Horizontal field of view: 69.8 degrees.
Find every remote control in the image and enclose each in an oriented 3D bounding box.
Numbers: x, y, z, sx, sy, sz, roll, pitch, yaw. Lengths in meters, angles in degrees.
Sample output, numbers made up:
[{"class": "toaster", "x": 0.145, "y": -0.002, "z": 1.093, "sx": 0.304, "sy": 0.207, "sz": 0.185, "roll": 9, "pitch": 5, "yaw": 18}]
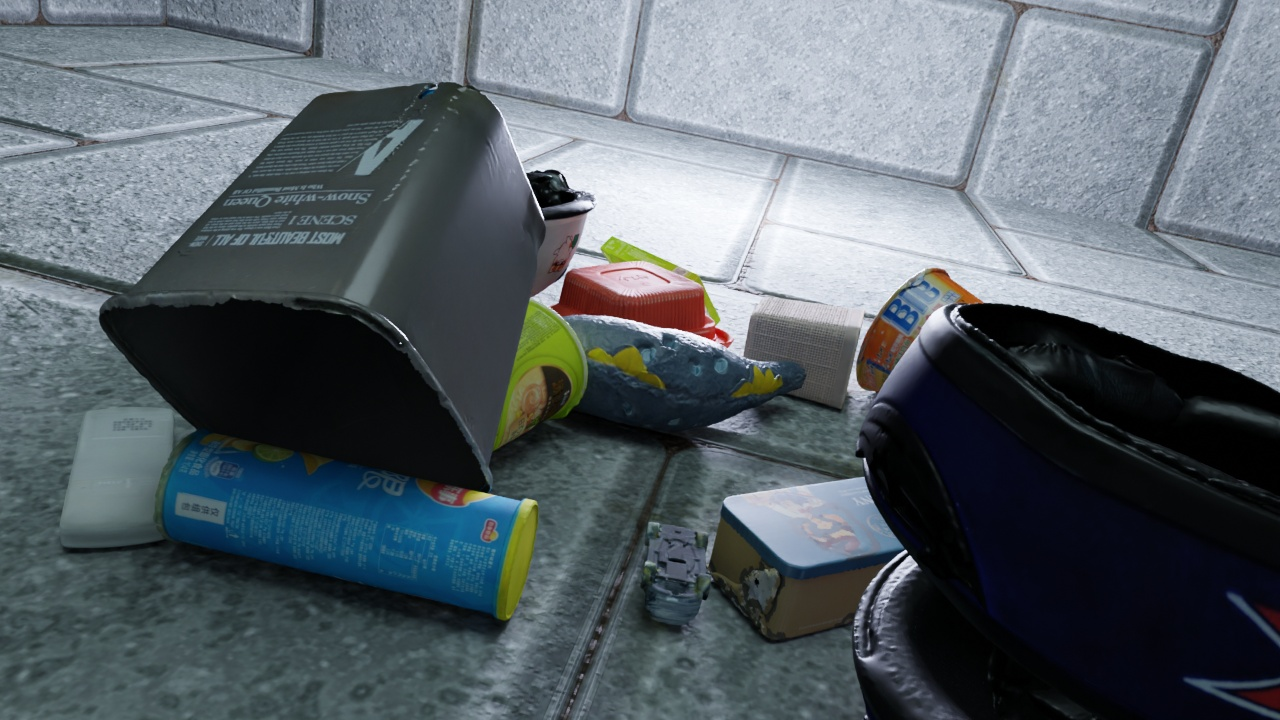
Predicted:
[{"class": "remote control", "x": -0.336, "y": 0.072, "z": 0.596, "sx": 0.058, "sy": 0.021, "sz": 0.150, "roll": 0, "pitch": 24, "yaw": -25}]

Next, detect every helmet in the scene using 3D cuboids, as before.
[{"class": "helmet", "x": -0.188, "y": -0.135, "z": 1.001, "sx": 0.274, "sy": 0.157, "sz": 0.229, "roll": 23, "pitch": 28, "yaw": 23}, {"class": "helmet", "x": 0.213, "y": 0.130, "z": 0.400, "sx": 0.315, "sy": 0.241, "sz": 0.247, "roll": 16, "pitch": 20, "yaw": -17}]

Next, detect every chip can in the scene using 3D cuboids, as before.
[{"class": "chip can", "x": -0.171, "y": 0.096, "z": 0.547, "sx": 0.210, "sy": 0.071, "sz": 0.071, "roll": 12, "pitch": 22, "yaw": 4}]

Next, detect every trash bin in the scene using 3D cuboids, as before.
[{"class": "trash bin", "x": -0.175, "y": -0.051, "z": 0.597, "sx": 0.199, "sy": 0.199, "sz": 0.219, "roll": 2, "pitch": 52, "yaw": 18}]

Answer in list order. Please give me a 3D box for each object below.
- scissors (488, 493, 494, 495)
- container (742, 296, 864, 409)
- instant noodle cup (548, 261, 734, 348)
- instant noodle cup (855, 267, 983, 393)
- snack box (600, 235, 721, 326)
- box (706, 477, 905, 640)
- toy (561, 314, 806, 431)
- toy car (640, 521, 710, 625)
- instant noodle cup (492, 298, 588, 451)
[{"class": "scissors", "x": -0.158, "y": 0.092, "z": 0.646, "sx": 0.073, "sy": 0.017, "sz": 0.137, "roll": -23, "pitch": 34, "yaw": -40}, {"class": "container", "x": 0.169, "y": -0.013, "z": 0.960, "sx": 0.111, "sy": 0.090, "sz": 0.090, "roll": 13, "pitch": 22, "yaw": 13}, {"class": "instant noodle cup", "x": -0.011, "y": -0.053, "z": 0.986, "sx": 0.188, "sy": 0.079, "sz": 0.165, "roll": -13, "pitch": 28, "yaw": -37}, {"class": "instant noodle cup", "x": 0.312, "y": -0.005, "z": 0.939, "sx": 0.151, "sy": 0.152, "sz": 0.111, "roll": -11, "pitch": 39, "yaw": -43}, {"class": "snack box", "x": 0.023, "y": -0.093, "z": 1.104, "sx": 0.026, "sy": 0.086, "sz": 0.156, "roll": -47, "pitch": 47, "yaw": -13}, {"class": "box", "x": 0.140, "y": 0.129, "z": 0.628, "sx": 0.184, "sy": 0.061, "sz": 0.090, "roll": -6, "pitch": 28, "yaw": -32}, {"class": "toy", "x": -0.005, "y": 0.005, "z": 0.820, "sx": 0.356, "sy": 0.091, "sz": 0.137, "roll": 11, "pitch": 20, "yaw": -12}, {"class": "toy car", "x": 0.022, "y": 0.135, "z": 0.592, "sx": 0.043, "sy": 0.034, "sz": 0.090, "roll": 8, "pitch": 20, "yaw": 0}, {"class": "instant noodle cup", "x": -0.120, "y": 0.022, "z": 0.724, "sx": 0.112, "sy": 0.112, "sz": 0.123, "roll": 20, "pitch": 32, "yaw": 21}]
